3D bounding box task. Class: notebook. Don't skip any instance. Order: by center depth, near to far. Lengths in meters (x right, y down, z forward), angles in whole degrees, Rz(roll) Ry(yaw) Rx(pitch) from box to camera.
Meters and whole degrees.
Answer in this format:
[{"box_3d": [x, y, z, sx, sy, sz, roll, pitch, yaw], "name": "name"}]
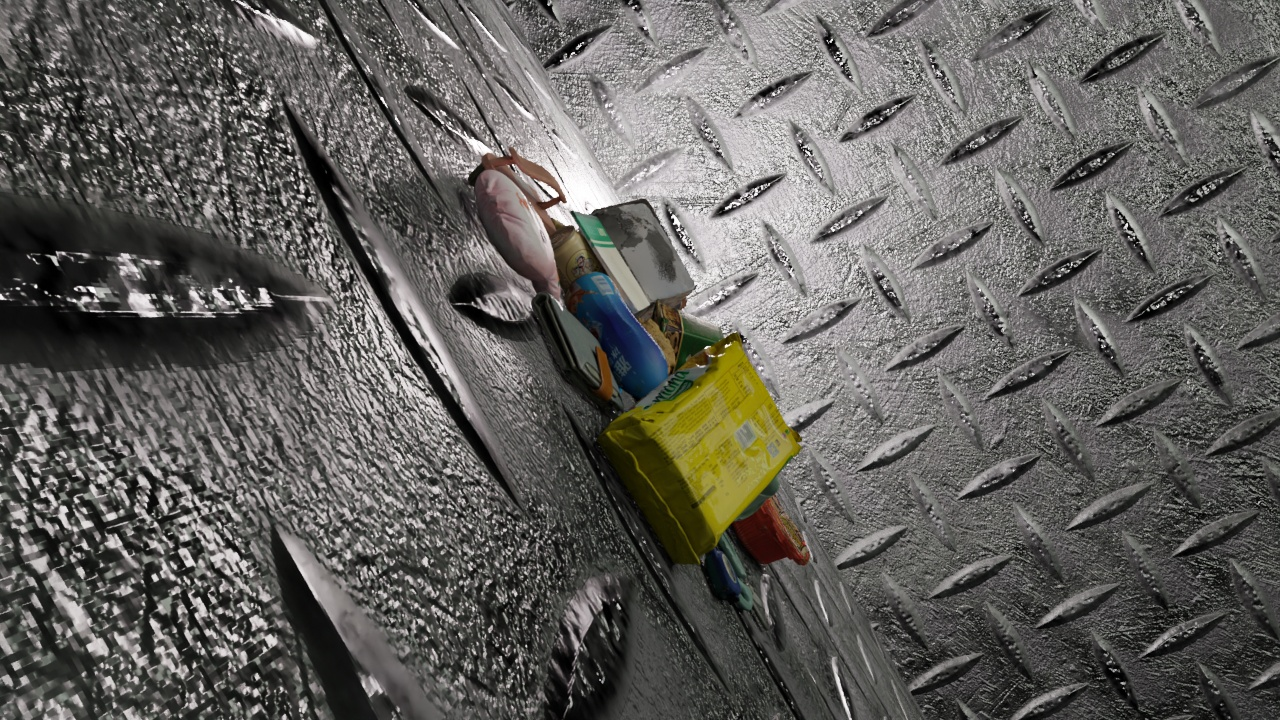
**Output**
[{"box_3d": [-0.037, -0.130, 1.216, 0.150, 0.012, 0.209, 58, 7, -3], "name": "notebook"}]

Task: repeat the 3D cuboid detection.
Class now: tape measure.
[{"box_3d": [0.090, 0.239, 1.016, 0.054, 0.025, 0.058, 54, 13, -49], "name": "tape measure"}]

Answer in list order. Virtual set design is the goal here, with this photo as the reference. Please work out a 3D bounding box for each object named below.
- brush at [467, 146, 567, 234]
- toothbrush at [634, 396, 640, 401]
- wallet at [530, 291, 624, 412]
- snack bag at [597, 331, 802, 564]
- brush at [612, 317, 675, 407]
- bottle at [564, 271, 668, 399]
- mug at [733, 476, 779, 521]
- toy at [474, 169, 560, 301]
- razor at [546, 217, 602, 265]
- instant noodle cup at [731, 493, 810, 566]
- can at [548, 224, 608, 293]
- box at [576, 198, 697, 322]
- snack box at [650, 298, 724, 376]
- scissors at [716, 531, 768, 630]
[{"box_3d": [-0.136, -0.192, 1.024, 0.063, 0.073, 0.145, 63, 10, 20], "name": "brush"}, {"box_3d": [0.005, 0.045, 1.207, 0.027, 0.026, 0.212, -26, 85, -42], "name": "toothbrush"}, {"box_3d": [-0.057, -0.005, 0.953, 0.106, 0.037, 0.129, 63, 8, 29], "name": "wallet"}, {"box_3d": [0.075, 0.084, 0.938, 0.245, 0.068, 0.158, -37, 98, -46], "name": "snack bag"}, {"box_3d": [-0.007, 0.007, 1.143, 0.083, 0.046, 0.254, 61, 21, -8], "name": "brush"}, {"box_3d": [-0.015, -0.013, 1.046, 0.218, 0.065, 0.065, 55, 4, 35], "name": "bottle"}, {"box_3d": [0.132, 0.173, 1.239, 0.112, 0.106, 0.082, 54, 8, -37], "name": "mug"}, {"box_3d": [-0.122, -0.125, 0.948, 0.159, 0.054, 0.121, 62, 3, -62], "name": "toy"}, {"box_3d": [-0.092, -0.156, 1.259, 0.067, 0.062, 0.167, 30, 1, 23], "name": "razor"}, {"box_3d": [0.185, 0.241, 1.430, 0.189, 0.079, 0.164, 51, 11, -53], "name": "instant noodle cup"}, {"box_3d": [-0.075, -0.107, 1.145, 0.116, 0.058, 0.058, 55, 9, -28], "name": "can"}, {"box_3d": [-0.033, -0.135, 1.478, 0.157, 0.198, 0.181, -23, 82, -41], "name": "box"}, {"box_3d": [0.065, -0.014, 1.334, 0.118, 0.105, 0.118, -100, -158, -66], "name": "snack box"}, {"box_3d": [0.112, 0.258, 1.119, 0.170, 0.019, 0.181, 62, 7, 10], "name": "scissors"}]
